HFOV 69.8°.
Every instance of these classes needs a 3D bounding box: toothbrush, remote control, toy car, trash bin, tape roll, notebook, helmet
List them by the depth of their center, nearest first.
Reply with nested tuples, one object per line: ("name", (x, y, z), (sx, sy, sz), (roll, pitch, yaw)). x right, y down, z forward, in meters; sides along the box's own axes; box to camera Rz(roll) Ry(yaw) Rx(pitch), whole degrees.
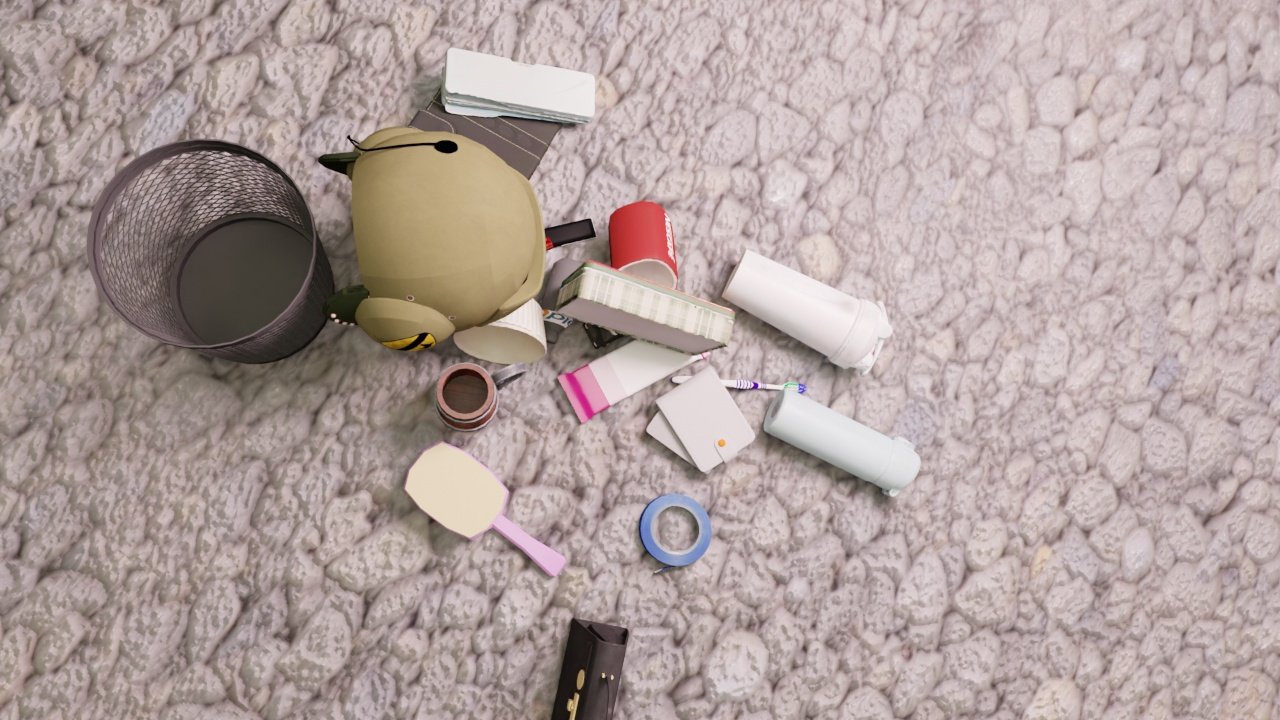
("helmet", (-0.223, -0.132, 1.017), (0.233, 0.256, 0.250), (-6, 77, -3))
("trash bin", (-0.461, -0.104, 1.038), (0.217, 0.228, 0.217), (1, 82, -9))
("tape roll", (0.045, 0.218, 1.184), (0.091, 0.016, 0.093), (-18, 85, -11))
("notebook", (-0.218, -0.269, 1.185), (0.169, 0.030, 0.208), (28, 63, -7))
("toy car", (-0.026, -0.052, 1.200), (0.092, 0.037, 0.040), (-26, 87, -12))
("remote control", (-0.120, -0.163, 1.214), (0.124, 0.012, 0.028), (-15, 85, -11))
("toothbrush", (0.132, 0.032, 1.226), (0.186, 0.016, 0.015), (4, 83, -9))

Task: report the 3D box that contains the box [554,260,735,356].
("box", (0.004, -0.060, 1.135), (0.205, 0.118, 0.050), (18, 78, -16))

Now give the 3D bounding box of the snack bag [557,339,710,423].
("snack bag", (-0.007, 0.007, 1.206), (0.196, 0.016, 0.070), (-28, 89, -12))

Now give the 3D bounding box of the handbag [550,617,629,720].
("handbag", (-0.052, 0.402, 1.050), (0.072, 0.196, 0.175), (13, 80, -8))

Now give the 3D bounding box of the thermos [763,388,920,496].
("thermos", (0.268, 0.108, 1.212), (0.207, 0.065, 0.078), (25, 85, -5))

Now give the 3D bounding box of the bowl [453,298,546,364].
("bowl", (-0.171, -0.046, 1.144), (0.115, 0.116, 0.062), (9, 66, -8))

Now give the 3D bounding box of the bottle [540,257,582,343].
("bottle", (-0.104, -0.077, 1.187), (0.047, 0.047, 0.112), (17, 79, -7))

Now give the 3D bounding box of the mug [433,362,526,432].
("mug", (-0.197, 0.036, 1.122), (0.117, 0.111, 0.081), (-25, 87, -12))

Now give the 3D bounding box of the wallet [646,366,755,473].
("wallet", (0.074, 0.087, 1.194), (0.115, 0.037, 0.118), (-33, 92, -5))

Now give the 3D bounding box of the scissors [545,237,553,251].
("scissors", (-0.207, -0.137, 1.186), (0.198, 0.015, 0.179), (-9, 73, 2))

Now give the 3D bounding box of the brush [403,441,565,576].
("brush", (-0.187, 0.192, 1.136), (0.228, 0.043, 0.089), (38, 78, -2))

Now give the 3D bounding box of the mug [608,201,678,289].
("mug", (0.009, -0.132, 1.188), (0.080, 0.116, 0.096), (-16, 55, 16))

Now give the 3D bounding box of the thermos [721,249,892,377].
("thermos", (0.222, -0.069, 1.217), (0.220, 0.099, 0.099), (27, 78, -1))

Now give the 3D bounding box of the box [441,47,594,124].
("box", (-0.157, -0.351, 1.195), (0.198, 0.067, 0.083), (3, 49, -19))
